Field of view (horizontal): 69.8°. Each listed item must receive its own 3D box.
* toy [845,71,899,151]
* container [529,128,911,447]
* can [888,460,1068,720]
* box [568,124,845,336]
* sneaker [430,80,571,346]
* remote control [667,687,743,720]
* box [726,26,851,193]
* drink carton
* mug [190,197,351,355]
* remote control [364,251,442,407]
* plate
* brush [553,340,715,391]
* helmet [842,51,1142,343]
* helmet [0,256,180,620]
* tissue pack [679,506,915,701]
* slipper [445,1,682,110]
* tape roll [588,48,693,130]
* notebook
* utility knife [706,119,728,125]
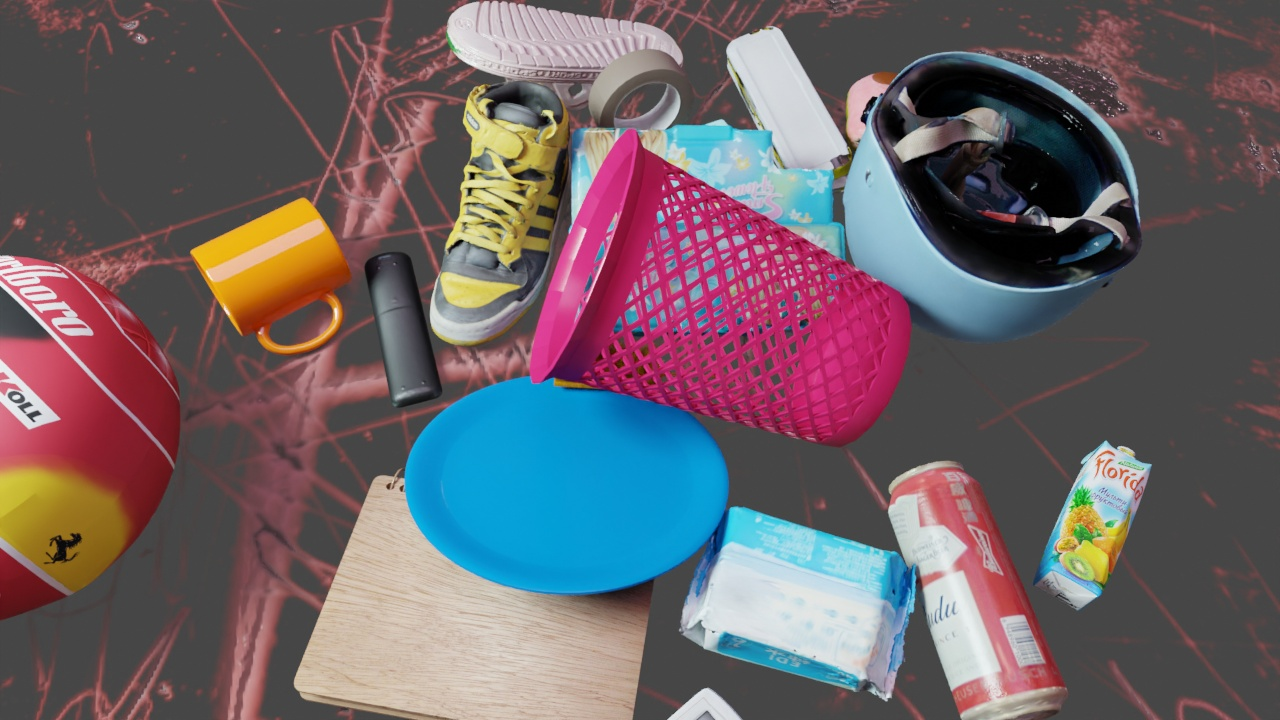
[{"bbox_3d":[0.238,-0.233,0.881,0.090,0.051,0.109,19,59,11],"label":"toy"},{"bbox_3d":[0.060,-0.033,0.653,0.225,0.184,0.182,20,55,-14],"label":"container"},{"bbox_3d":[0.220,0.154,0.614,0.067,0.067,0.170,-7,57,-7],"label":"can"},{"bbox_3d":[0.054,-0.110,0.762,0.227,0.039,0.181,0,83,-2],"label":"box"},{"bbox_3d":[-0.115,-0.134,0.759,0.086,0.122,0.237,11,56,6],"label":"sneaker"},{"bbox_3d":[0.012,0.265,0.557,0.138,0.025,0.060,-34,64,-22],"label":"remote control"},{"bbox_3d":[0.143,-0.242,0.899,0.066,0.045,0.209,-19,59,0],"label":"box"},{"bbox_3d":[0.326,0.116,0.661,0.044,0.039,0.128,30,60,16],"label":"drink carton"},{"bbox_3d":[-0.286,-0.060,0.739,0.095,0.078,0.112,-32,91,-21],"label":"mug"},{"bbox_3d":[-0.195,-0.029,0.747,0.041,0.020,0.151,-15,60,-10],"label":"remote control"},{"bbox_3d":[-0.051,0.084,0.649,0.224,0.024,0.223,3,35,-2],"label":"plate"},{"bbox_3d":[-0.004,0.004,0.727,0.126,0.017,0.048,3,38,-2],"label":"brush"},{"bbox_3d":[0.267,-0.127,0.740,0.225,0.167,0.264,28,57,2],"label":"helmet"},{"bbox_3d":[-0.426,0.037,0.590,0.271,0.198,0.224,30,60,26],"label":"helmet"},{"bbox_3d":[0.106,0.161,0.609,0.144,0.062,0.092,14,58,11],"label":"tissue pack"},{"bbox_3d":[-0.073,-0.292,0.903,0.239,0.065,0.094,-5,57,-27],"label":"slipper"},{"bbox_3d":[0.001,-0.240,0.850,0.093,0.094,0.030,-17,59,-14],"label":"tape roll"},{"bbox_3d":[-0.099,0.159,0.617,0.210,0.022,0.168,9,52,3],"label":"notebook"},{"bbox_3d":[0.032,-0.205,0.877,0.120,0.015,0.022,-21,84,-13],"label":"utility knife"}]
